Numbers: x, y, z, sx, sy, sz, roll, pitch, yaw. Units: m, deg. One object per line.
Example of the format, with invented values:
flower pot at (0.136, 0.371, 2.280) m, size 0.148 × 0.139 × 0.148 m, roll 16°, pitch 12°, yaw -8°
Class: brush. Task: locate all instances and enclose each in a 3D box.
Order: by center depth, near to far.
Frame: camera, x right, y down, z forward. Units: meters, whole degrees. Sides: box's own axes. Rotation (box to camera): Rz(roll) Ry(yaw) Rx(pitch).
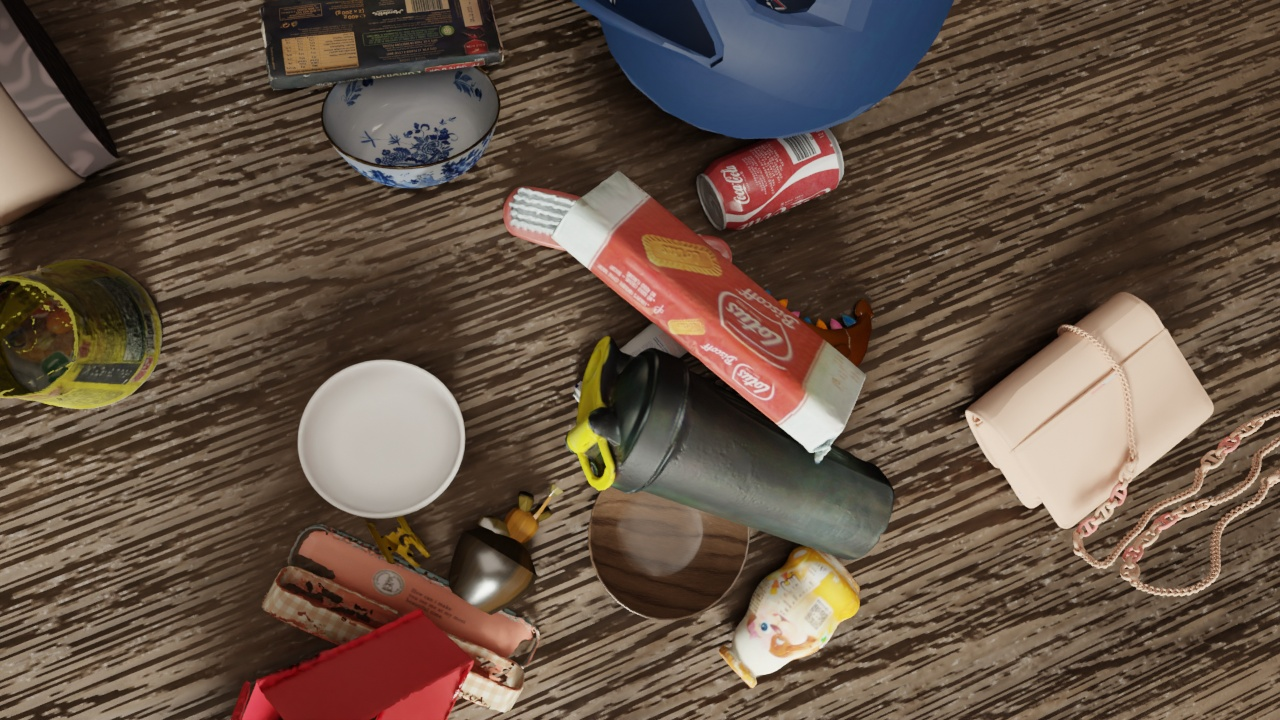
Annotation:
brush at (-0.013, -0.091, 0.657) m, size 0.172 × 0.030 × 0.041 m, roll 12°, pitch 90°, yaw -11°

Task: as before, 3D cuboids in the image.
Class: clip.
clip at (-0.168, 0.125, 0.631) m, size 0.045 × 0.054 × 0.049 m, roll -13°, pitch 119°, yaw -30°

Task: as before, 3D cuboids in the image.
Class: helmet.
helmet at (0.059, -0.254, 0.572) m, size 0.272 × 0.224 × 0.231 m, roll 19°, pitch 64°, yaw -1°

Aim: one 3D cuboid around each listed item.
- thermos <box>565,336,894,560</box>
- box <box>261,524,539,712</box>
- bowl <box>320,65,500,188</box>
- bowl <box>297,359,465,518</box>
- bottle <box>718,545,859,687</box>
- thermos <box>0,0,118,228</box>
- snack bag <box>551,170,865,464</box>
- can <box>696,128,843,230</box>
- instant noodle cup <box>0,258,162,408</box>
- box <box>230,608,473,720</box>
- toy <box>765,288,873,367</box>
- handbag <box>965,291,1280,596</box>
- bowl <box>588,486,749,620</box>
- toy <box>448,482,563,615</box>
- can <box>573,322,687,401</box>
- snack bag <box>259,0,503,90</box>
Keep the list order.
thermos at (0.060, 0.067, 0.616) m, size 0.220 × 0.098 × 0.098 m, roll 24°, pitch 87°, yaw -17°
box at (-0.158, 0.177, 0.628) m, size 0.187 × 0.054 × 0.078 m, roll 27°, pitch 55°, yaw -11°
bowl at (-0.149, -0.152, 0.611) m, size 0.114 × 0.045 × 0.114 m, roll 1°, pitch 56°, yaw -2°
bowl at (-0.170, 0.055, 0.616) m, size 0.105 × 0.054 × 0.104 m, roll 2°, pitch 78°, yaw -8°
bottle at (0.107, 0.188, 0.671) m, size 0.109 × 0.063 × 0.063 m, roll -42°, pitch 98°, yaw -6°
thermos at (-0.441, -0.122, 0.515) m, size 0.226 × 0.173 × 0.172 m, roll -31°, pitch 97°, yaw -14°
snack bag at (0.048, -0.033, 0.602) m, size 0.225 × 0.077 × 0.041 m, roll 38°, pitch 129°, yaw 1°
can at (0.093, -0.132, 0.663) m, size 0.096 × 0.054 × 0.054 m, roll -24°, pitch 96°, yaw -9°
instant noodle cup at (-0.359, -0.014, 0.556) m, size 0.102 × 0.108 × 0.102 m, roll -1°, pitch 92°, yaw -13°
box at (-0.213, 0.297, 0.427) m, size 0.107 × 0.409 × 0.212 m, roll 26°, pitch 107°, yaw 1°
toy at (0.126, -0.025, 0.683) m, size 0.090 × 0.071 × 0.102 m, roll 37°, pitch 62°, yaw 3°
handbag at (0.358, 0.037, 0.648) m, size 0.198 × 0.187 × 0.116 m, roll -37°, pitch 105°, yaw -3°
bowl at (0.018, 0.125, 0.664) m, size 0.119 × 0.032 × 0.119 m, roll 1°, pitch 85°, yaw -15°
toy at (-0.091, 0.127, 0.639) m, size 0.100 × 0.063 × 0.076 m, roll -55°, pitch 136°, yaw -12°
can at (-0.004, 0.004, 0.660) m, size 0.095 × 0.032 × 0.032 m, roll -39°, pitch 98°, yaw -7°
snack bag at (-0.173, -0.221, 0.614) m, size 0.155 × 0.018 × 0.074 m, roll -10°, pitch 63°, yaw -9°
